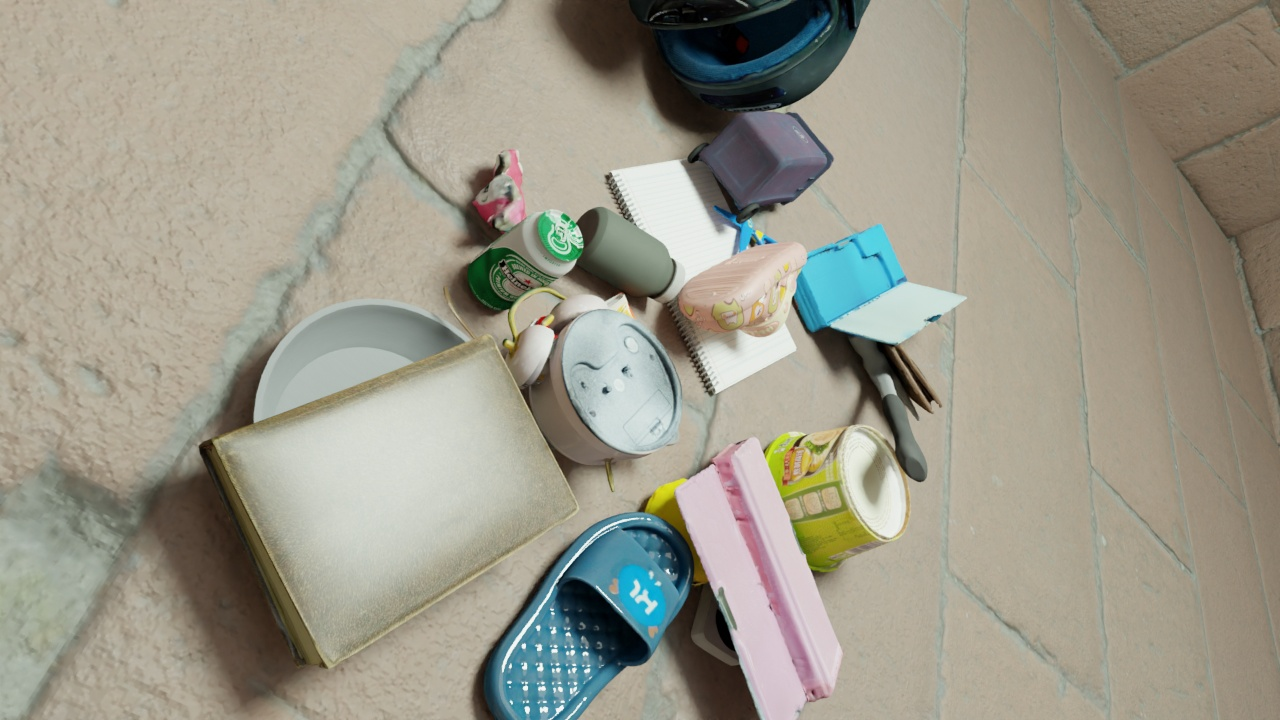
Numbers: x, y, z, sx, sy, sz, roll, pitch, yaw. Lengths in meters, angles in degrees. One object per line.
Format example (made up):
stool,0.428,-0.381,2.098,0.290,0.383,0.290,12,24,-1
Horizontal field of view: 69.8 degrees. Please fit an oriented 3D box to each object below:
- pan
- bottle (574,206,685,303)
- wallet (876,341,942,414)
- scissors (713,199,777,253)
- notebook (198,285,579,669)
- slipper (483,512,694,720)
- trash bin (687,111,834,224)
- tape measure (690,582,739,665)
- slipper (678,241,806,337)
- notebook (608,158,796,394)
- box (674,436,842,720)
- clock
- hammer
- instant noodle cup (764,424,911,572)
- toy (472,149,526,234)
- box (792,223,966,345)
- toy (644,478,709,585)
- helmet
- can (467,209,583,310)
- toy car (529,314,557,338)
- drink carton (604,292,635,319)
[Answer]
pan,-0.111,0.059,0.683,0.355,0.051,0.200,5,67,-44
bottle,-0.012,-0.095,0.854,0.108,0.060,0.060,27,53,-33
wallet,0.325,0.010,1.128,0.098,0.027,0.121,55,10,-7
scissors,0.122,-0.160,1.047,0.125,0.015,0.127,18,49,-47
notebook,-0.156,0.060,0.589,0.214,0.035,0.190,-24,87,-45
slipper,-0.031,0.190,0.685,0.213,0.059,0.104,-38,95,-41
trash bin,0.142,-0.224,1.036,0.094,0.092,0.160,53,31,9
tape measure,0.075,0.230,0.809,0.065,0.017,0.064,41,47,-23
slipper,0.110,-0.064,0.933,0.196,0.093,0.081,-38,119,-52
notebook,0.072,-0.100,0.977,0.177,0.013,0.245,-24,88,-50
box,0.111,0.192,0.805,0.178,0.039,0.232,-24,93,-66
clock,-0.040,0.010,0.703,0.158,0.059,0.116,52,42,-7
hammer,0.278,0.058,0.998,0.125,0.030,0.310,57,16,-11
instant noodle cup,0.199,0.132,0.922,0.146,0.098,0.146,22,56,-37
toy,-0.117,-0.136,0.786,0.065,0.050,0.102,60,19,-54
box,0.286,-0.082,1.142,0.170,0.071,0.242,44,38,18
toy,0.043,0.149,0.800,0.095,0.041,0.094,18,55,-39
helmet,0.122,-0.391,1.004,0.315,0.249,0.236,-61,144,-43
can,-0.094,-0.078,0.732,0.053,0.101,0.053,22,56,-37
toy car,-0.060,0.002,0.783,0.089,0.025,0.038,47,44,-18
drink carton,-0.005,0.005,0.835,0.069,0.039,0.122,-44,109,-48
